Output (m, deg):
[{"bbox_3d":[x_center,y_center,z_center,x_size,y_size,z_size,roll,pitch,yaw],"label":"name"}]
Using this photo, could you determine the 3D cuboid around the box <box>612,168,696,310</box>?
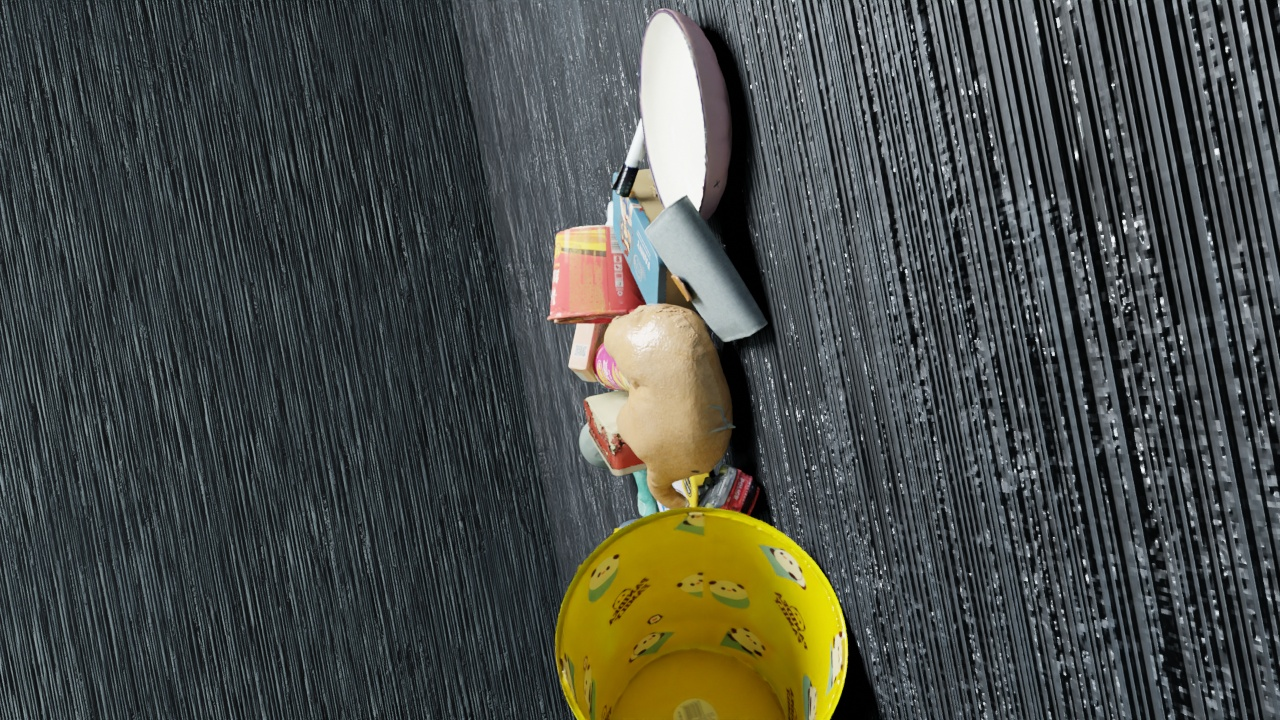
[{"bbox_3d":[0.020,-0.123,0.961,0.184,0.059,0.090,-111,16,-46],"label":"box"}]

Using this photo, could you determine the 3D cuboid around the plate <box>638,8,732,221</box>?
[{"bbox_3d":[0.043,-0.214,0.822,0.192,0.039,0.192,169,91,-78],"label":"plate"}]

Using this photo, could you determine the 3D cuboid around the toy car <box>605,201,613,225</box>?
[{"bbox_3d":[-0.031,-0.166,1.209,0.043,0.034,0.091,-114,19,-58],"label":"toy car"}]

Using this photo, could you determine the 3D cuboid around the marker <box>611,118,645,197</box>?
[{"bbox_3d":[0.001,-0.227,0.922,0.018,0.022,0.131,-91,20,-73],"label":"marker"}]

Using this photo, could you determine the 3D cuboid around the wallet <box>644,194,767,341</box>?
[{"bbox_3d":[0.052,-0.074,0.812,0.129,0.037,0.107,56,167,-3],"label":"wallet"}]

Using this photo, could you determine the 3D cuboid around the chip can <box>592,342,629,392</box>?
[{"bbox_3d":[-0.007,0.007,1.153,0.211,0.071,0.071,-175,75,-77],"label":"chip can"}]

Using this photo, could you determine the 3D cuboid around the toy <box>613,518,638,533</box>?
[{"bbox_3d":[0.012,0.283,1.261,0.138,0.091,0.357,63,165,15],"label":"toy"}]

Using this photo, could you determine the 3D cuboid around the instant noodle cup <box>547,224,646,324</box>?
[{"bbox_3d":[-0.045,-0.103,1.123,0.138,0.138,0.108,169,99,-78],"label":"instant noodle cup"}]

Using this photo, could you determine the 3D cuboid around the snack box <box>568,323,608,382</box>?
[{"bbox_3d":[-0.065,-0.055,1.279,0.084,0.026,0.157,56,-136,-75],"label":"snack box"}]

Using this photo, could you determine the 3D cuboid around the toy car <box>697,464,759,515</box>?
[{"bbox_3d":[0.083,0.139,0.906,0.052,0.045,0.121,-65,4,-18],"label":"toy car"}]

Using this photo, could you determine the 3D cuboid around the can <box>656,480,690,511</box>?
[{"bbox_3d":[0.053,0.183,1.072,0.053,0.053,0.134,97,159,-53],"label":"can"}]

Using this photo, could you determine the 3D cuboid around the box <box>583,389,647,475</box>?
[{"bbox_3d":[-0.022,0.084,1.236,0.168,0.091,0.077,-137,34,-69],"label":"box"}]

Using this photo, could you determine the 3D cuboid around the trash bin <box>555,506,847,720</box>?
[{"bbox_3d":[0.053,0.294,0.818,0.256,0.229,0.229,85,168,-51],"label":"trash bin"}]

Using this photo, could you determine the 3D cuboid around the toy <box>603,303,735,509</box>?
[{"bbox_3d":[0.031,0.055,0.901,0.144,0.082,0.226,6,108,50],"label":"toy"}]

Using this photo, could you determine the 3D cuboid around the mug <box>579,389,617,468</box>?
[{"bbox_3d":[-0.040,0.096,1.386,0.103,0.083,0.123,129,154,-73],"label":"mug"}]

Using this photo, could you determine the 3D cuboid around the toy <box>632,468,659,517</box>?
[{"bbox_3d":[0.007,0.187,1.334,0.096,0.030,0.092,-167,71,-73],"label":"toy"}]

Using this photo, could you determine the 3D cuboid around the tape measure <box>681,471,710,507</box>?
[{"bbox_3d":[0.066,0.136,1.035,0.060,0.029,0.057,-114,17,-47],"label":"tape measure"}]
